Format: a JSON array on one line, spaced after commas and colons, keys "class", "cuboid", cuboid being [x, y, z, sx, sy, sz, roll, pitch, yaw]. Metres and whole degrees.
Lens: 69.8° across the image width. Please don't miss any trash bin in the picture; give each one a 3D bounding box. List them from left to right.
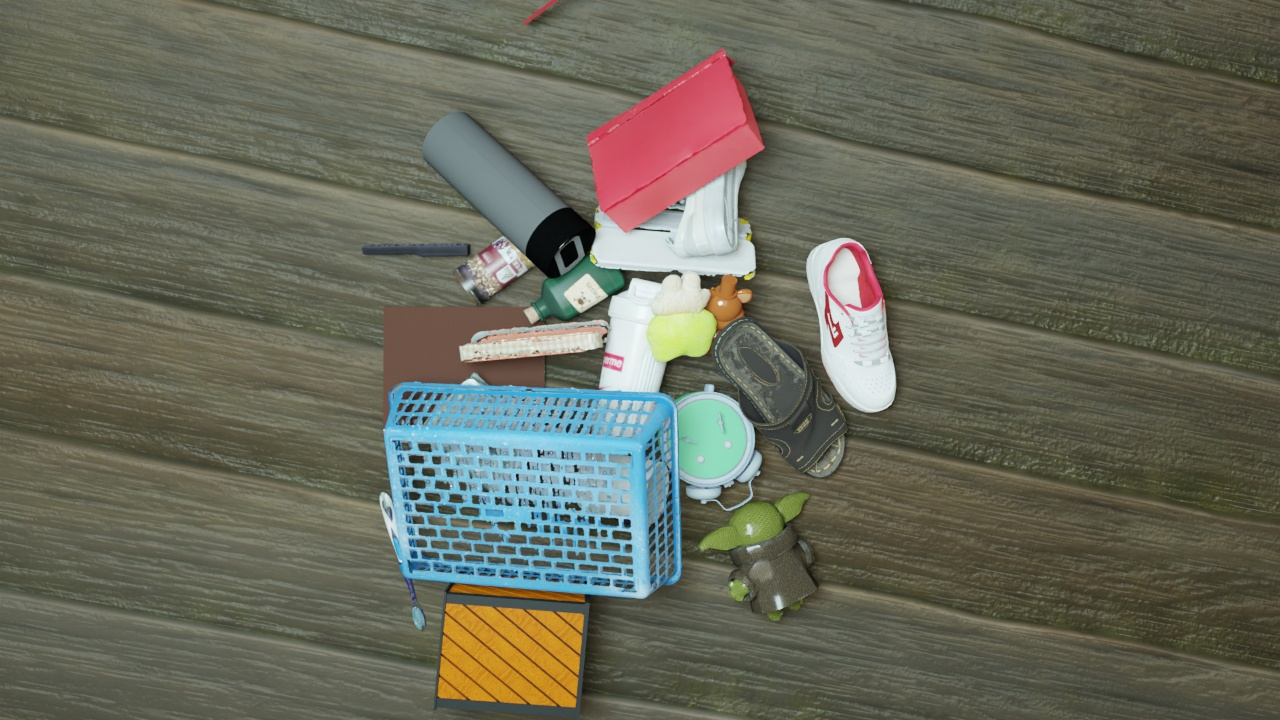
[{"class": "trash bin", "cuboid": [-0.156, 0.350, 1.152, 0.172, 0.140, 0.139, 5, 89, -3]}]

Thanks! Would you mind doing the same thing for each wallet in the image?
[{"class": "wallet", "cuboid": [-0.201, 0.091, 1.171, 0.100, 0.054, 0.131, -44, 101, 1]}]

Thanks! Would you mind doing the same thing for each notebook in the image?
[{"class": "notebook", "cuboid": [-0.232, 0.015, 1.210, 0.209, 0.022, 0.171, 0, 88, -3]}]

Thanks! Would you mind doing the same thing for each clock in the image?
[{"class": "clock", "cuboid": [0.094, 0.119, 1.199, 0.122, 0.075, 0.161, -28, 92, -3]}]

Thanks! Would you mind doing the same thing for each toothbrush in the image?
[{"class": "toothbrush", "cuboid": [-0.313, 0.263, 1.205, 0.016, 0.017, 0.189, -16, 91, -2]}]

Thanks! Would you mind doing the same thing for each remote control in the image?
[{"class": "remote control", "cuboid": [-0.294, -0.144, 1.202, 0.136, 0.032, 0.015, -1, 101, -3]}]

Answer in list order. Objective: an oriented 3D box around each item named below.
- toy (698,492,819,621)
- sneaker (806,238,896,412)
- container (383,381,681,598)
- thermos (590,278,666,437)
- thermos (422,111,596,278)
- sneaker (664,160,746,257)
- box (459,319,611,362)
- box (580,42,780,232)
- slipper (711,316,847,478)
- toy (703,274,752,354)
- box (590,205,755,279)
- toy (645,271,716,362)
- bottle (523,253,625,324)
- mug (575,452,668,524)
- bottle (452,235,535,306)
[{"class": "toy", "cuboid": [0.167, 0.260, 1.200, 0.179, 0.078, 0.152, -20, 86, -27]}, {"class": "sneaker", "cuboid": [0.286, -0.045, 1.197, 0.090, 0.104, 0.236, -13, 91, -3]}, {"class": "container", "cuboid": [-0.137, 0.165, 1.099, 0.362, 0.089, 0.257, 2, 110, 12]}, {"class": "thermos", "cuboid": [-0.007, 0.007, 1.186, 0.099, 0.099, 0.220, 12, 92, -3]}, {"class": "thermos", "cuboid": [-0.165, -0.207, 1.146, 0.082, 0.082, 0.240, -46, 73, -3]}, {"class": "sneaker", "cuboid": [0.079, -0.231, 1.168, 0.091, 0.089, 0.241, -8, 54, 24]}, {"class": "box", "cuboid": [-0.132, -0.023, 1.152, 0.187, 0.082, 0.042, -5, 98, 11]}, {"class": "box", "cuboid": [0.041, -0.266, 1.129, 0.215, 0.153, 0.164, -27, 94, 21]}, {"class": "slipper", "cuboid": [0.189, 0.055, 1.174, 0.113, 0.076, 0.268, -42, 115, -3]}, {"class": "toy", "cuboid": [0.100, -0.061, 1.178, 0.095, 0.128, 0.065, -1, 46, -10]}, {"class": "box", "cuboid": [0.042, -0.155, 1.184, 0.209, 0.129, 0.036, 5, 133, -4]}, {"class": "toy", "cuboid": [0.050, -0.053, 1.122, 0.092, 0.046, 0.115, -10, 117, -17]}, {"class": "bottle", "cuboid": [-0.091, -0.089, 1.192, 0.131, 0.061, 0.061, -31, 93, -8]}, {"class": "mug", "cuboid": [-0.020, 0.173, 1.185, 0.097, 0.112, 0.078, 8, 44, 23]}, {"class": "bottle", "cuboid": [-0.186, -0.124, 1.195, 0.105, 0.056, 0.056, -36, 92, -3]}]
